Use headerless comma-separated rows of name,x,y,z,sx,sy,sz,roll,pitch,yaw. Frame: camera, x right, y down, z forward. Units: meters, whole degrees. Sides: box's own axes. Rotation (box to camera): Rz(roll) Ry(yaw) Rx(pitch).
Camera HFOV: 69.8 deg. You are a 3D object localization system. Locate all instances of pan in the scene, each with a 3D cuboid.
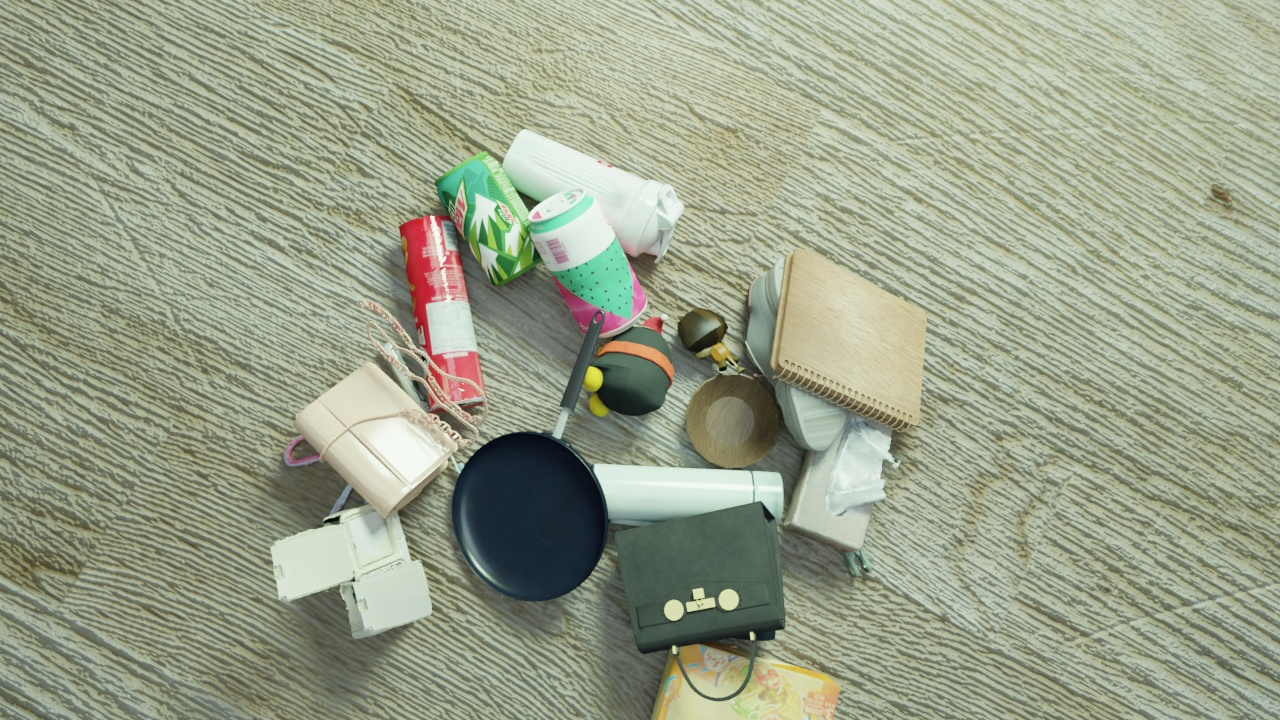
pan,-0.103,0.109,1.063,0.199,0.021,0.357,23,100,17

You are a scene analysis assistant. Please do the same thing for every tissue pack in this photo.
tissue pack,0.248,0.131,1.104,0.104,0.071,0.181,21,70,-1

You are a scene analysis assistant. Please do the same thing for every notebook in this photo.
notebook,0.253,-0.020,1.096,0.210,0.022,0.168,22,64,-22

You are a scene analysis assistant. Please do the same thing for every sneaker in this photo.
sneaker,0.178,-0.001,1.116,0.099,0.090,0.236,1,74,-31

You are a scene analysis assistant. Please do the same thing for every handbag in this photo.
handbag,0.074,0.277,1.022,0.176,0.072,0.195,-15,61,15
handbag,-0.293,0.056,1.016,0.199,0.188,0.116,43,50,5

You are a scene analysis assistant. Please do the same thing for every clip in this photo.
clip,0.258,0.229,1.126,0.047,0.023,0.076,-22,83,-4

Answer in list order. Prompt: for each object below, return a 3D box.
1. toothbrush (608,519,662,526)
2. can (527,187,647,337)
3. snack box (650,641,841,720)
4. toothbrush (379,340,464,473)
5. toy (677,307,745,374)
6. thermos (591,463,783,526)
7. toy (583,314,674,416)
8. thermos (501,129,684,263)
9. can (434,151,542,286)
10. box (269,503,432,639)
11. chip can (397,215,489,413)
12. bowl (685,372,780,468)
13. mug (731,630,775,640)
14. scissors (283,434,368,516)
toothbrush,0.035,0.201,1.118,0.187,0.017,0.012,7,80,-2
can,-0.062,-0.112,1.077,0.088,0.088,0.166,-31,117,-7
snack box,0.114,0.413,1.066,0.195,0.081,0.145,17,82,-1
toothbrush,-0.264,0.060,1.114,0.024,0.022,0.185,-32,85,9
toy,0.089,-0.020,1.126,0.076,0.063,0.100,-24,67,-41
thermos,0.054,0.161,1.099,0.230,0.068,0.068,4,83,-4
toy,-0.007,0.006,1.103,0.100,0.098,0.119,10,59,13
thermos,-0.058,-0.205,1.122,0.220,0.099,0.099,27,82,4
can,-0.177,-0.169,1.099,0.083,0.083,0.144,-32,100,-7
box,-0.294,0.231,0.993,0.101,0.193,0.143,-17,89,25
chip can,-0.238,-0.057,1.104,0.073,0.073,0.233,-11,84,-5
bowl,0.112,0.074,1.130,0.118,0.030,0.117,0,83,-3
mug,0.110,0.285,1.092,0.105,0.071,0.077,3,83,19
scissors,-0.336,0.128,1.107,0.172,0.014,0.158,-13,83,-8
